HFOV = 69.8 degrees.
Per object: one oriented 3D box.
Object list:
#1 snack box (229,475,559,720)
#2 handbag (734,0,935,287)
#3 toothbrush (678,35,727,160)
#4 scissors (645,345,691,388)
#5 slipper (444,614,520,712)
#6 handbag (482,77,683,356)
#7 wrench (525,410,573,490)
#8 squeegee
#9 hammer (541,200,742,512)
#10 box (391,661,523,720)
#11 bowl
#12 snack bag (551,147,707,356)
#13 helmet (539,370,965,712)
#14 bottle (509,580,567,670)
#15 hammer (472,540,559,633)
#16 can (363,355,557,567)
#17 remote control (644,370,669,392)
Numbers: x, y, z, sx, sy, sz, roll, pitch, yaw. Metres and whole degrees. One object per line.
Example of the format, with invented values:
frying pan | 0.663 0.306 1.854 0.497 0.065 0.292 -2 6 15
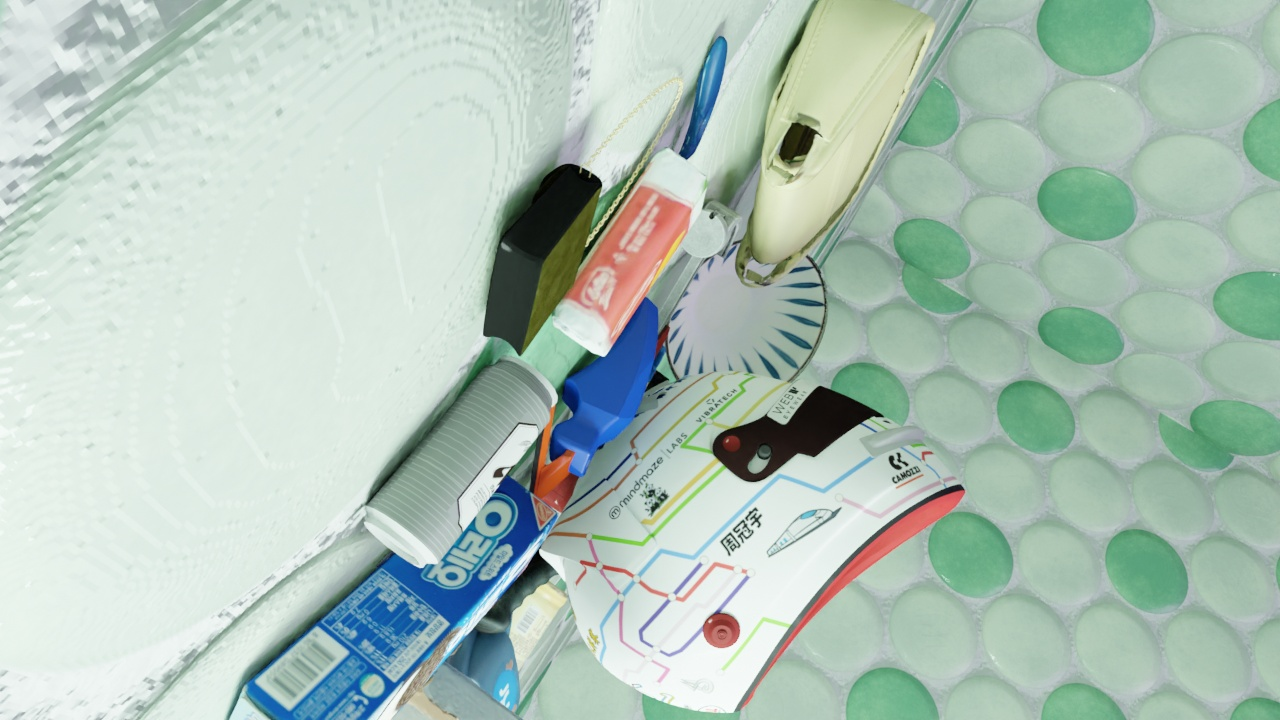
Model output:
snack box | -0.128 0.142 0.515 0.060 0.059 0.225 -59 173 31
handbag | 0.139 -0.178 0.752 0.190 0.088 0.233 -52 167 -17
toothbrush | 0.030 -0.134 0.545 0.021 0.016 0.133 -54 172 -39
scissors | 0.002 0.048 0.870 0.132 0.104 0.019 -61 -149 8
slipper | -0.131 0.260 0.775 0.213 0.059 0.104 -77 170 -69
handbag | -0.020 -0.085 0.445 0.177 0.027 0.084 -58 175 -36
wrench | -0.109 0.139 0.704 0.273 0.009 0.047 -57 156 -17
squeegee | -0.028 0.027 0.668 0.250 0.055 0.184 108 7 -58
hammer | -0.005 0.005 0.797 0.316 0.036 0.126 -59 173 19
box | -0.101 0.260 0.564 0.096 0.216 0.105 -51 167 -29
bowl | 0.093 -0.047 0.915 0.177 0.177 0.071 -59 -149 10
snack bag | -0.006 -0.059 0.528 0.116 0.036 0.077 -57 177 -4
helmet | 0.074 0.122 0.750 0.314 0.236 0.231 -39 159 -13
bottle | -0.147 0.311 1.006 0.162 0.056 0.056 -55 171 -13
hammer | -0.052 0.162 0.871 0.332 0.133 0.033 -29 153 -55
can | -0.087 0.048 0.453 0.106 0.044 0.044 -53 170 -26
remote control | -0.005 0.050 0.924 0.010 0.039 0.125 -43 165 -42
